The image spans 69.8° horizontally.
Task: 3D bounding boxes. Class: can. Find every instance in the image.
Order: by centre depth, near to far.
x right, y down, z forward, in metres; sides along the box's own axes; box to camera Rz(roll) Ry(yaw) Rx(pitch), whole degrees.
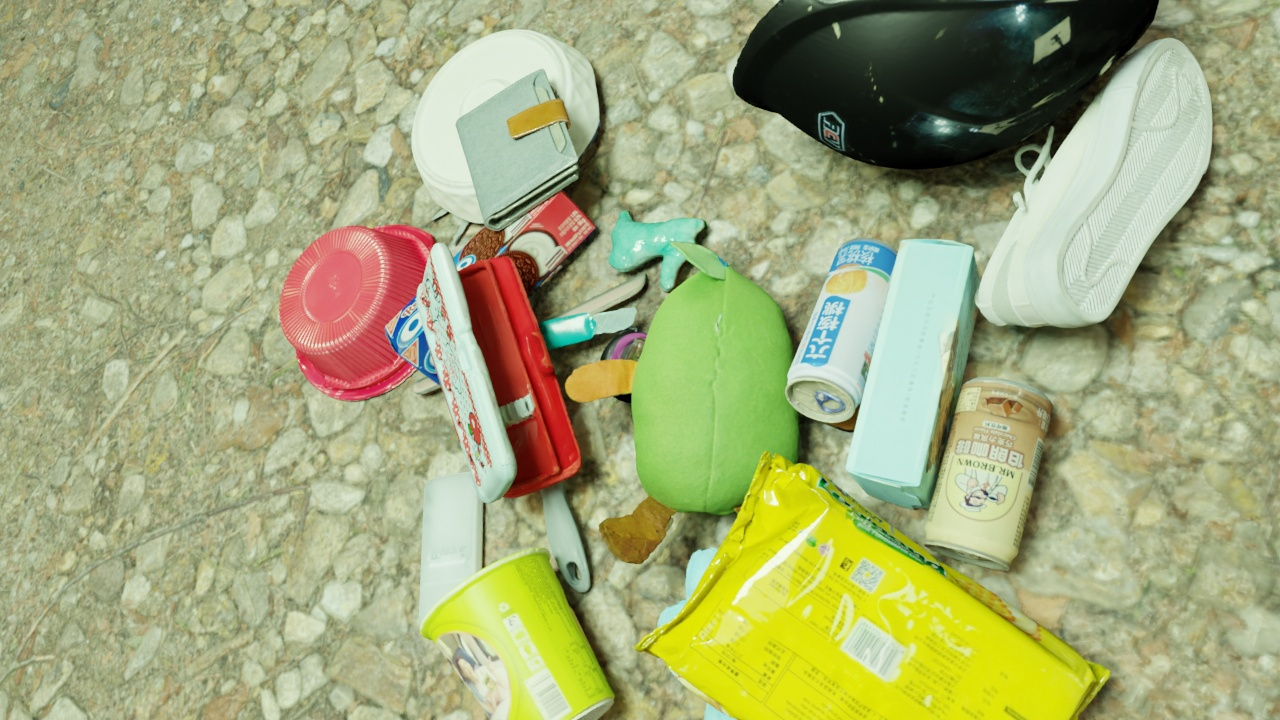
[{"bbox_3d":[0.227,0.073,0.600,0.059,0.058,0.116,12,77,29],"label":"can"},{"bbox_3d":[0.147,-0.023,0.656,0.053,0.053,0.134,9,55,28],"label":"can"}]

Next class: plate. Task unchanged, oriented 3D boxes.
[{"bbox_3d":[-0.139,-0.236,0.892,0.205,0.045,0.204,-10,67,24],"label":"plate"}]

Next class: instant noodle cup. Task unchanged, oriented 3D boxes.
[{"bbox_3d":[-0.083,0.221,0.673,0.112,0.111,0.123,-40,68,7],"label":"instant noodle cup"},{"bbox_3d":[-0.282,-0.061,0.898,0.194,0.066,0.193,-10,66,22],"label":"instant noodle cup"}]

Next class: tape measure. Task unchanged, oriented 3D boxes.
[{"bbox_3d":[-0.004,0.004,0.741,0.057,0.039,0.057,28,72,0],"label":"tape measure"}]

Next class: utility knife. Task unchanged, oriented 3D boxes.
[{"bbox_3d":[-0.092,-0.020,0.779,0.187,0.013,0.029,-12,88,12],"label":"utility knife"}]

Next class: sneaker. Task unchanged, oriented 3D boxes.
[{"bbox_3d":[0.307,-0.116,0.630,0.241,0.089,0.091,-54,17,-19],"label":"sneaker"}]

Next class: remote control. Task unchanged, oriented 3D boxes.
[{"bbox_3d":[-0.159,0.163,0.777,0.056,0.020,0.135,-13,65,20],"label":"remote control"}]

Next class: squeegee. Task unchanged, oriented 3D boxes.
[{"bbox_3d":[-0.080,0.071,0.764,0.248,0.040,0.249,-24,63,15],"label":"squeegee"}]

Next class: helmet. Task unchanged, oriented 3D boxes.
[{"bbox_3d":[0.204,-0.246,0.636,0.275,0.233,0.230,-43,77,2],"label":"helmet"}]

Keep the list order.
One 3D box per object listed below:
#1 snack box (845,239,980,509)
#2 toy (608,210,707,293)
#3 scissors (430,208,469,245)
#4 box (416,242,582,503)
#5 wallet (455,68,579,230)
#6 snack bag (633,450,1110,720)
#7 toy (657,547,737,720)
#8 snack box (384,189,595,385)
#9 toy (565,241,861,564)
[{"bbox_3d":[0.192,0.010,0.633,0.052,0.074,0.174,10,76,29],"label":"snack box"},{"bbox_3d":[0.013,-0.097,0.786,0.092,0.030,0.096,-6,58,26],"label":"toy"},{"bbox_3d":[-0.140,-0.196,0.912,0.163,0.012,0.163,-12,67,21],"label":"scissors"},{"bbox_3d":[-0.121,0.005,0.716,0.095,0.098,0.201,-21,73,1],"label":"box"},{"bbox_3d":[-0.109,-0.192,0.810,0.107,0.037,0.129,-30,57,16],"label":"wallet"},{"bbox_3d":[0.139,0.180,0.548,0.246,0.068,0.158,34,86,6],"label":"snack bag"},{"bbox_3d":[0.079,0.211,0.608,0.156,0.049,0.161,30,103,14],"label":"toy"},{"bbox_3d":[-0.137,-0.073,0.828,0.207,0.058,0.057,-45,42,3],"label":"snack box"},{"bbox_3d":[0.055,0.035,0.679,0.227,0.090,0.246,7,68,0],"label":"toy"}]
